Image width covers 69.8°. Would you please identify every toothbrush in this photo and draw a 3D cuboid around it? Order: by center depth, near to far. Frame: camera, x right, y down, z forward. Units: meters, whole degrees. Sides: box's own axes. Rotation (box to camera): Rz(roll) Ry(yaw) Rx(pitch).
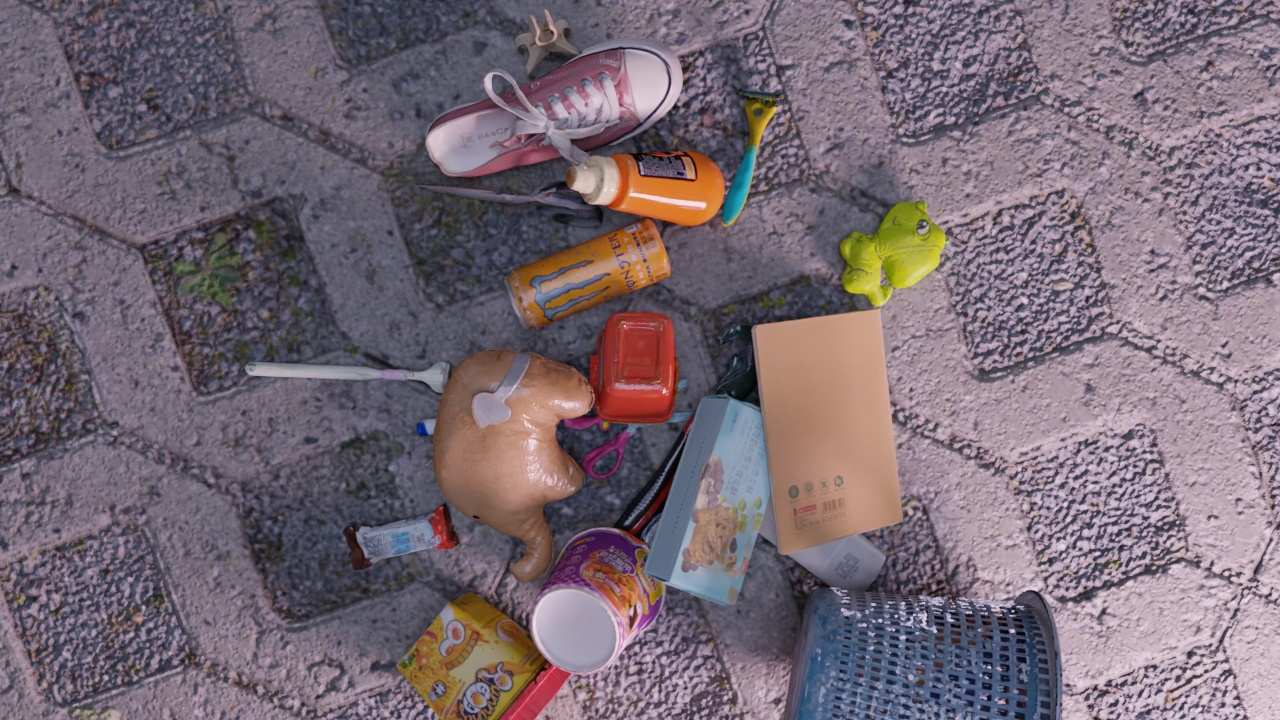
[{"bbox_3d":[-0.273,0.012,0.855,0.189,0.020,0.029,2,86,-1],"label":"toothbrush"}]

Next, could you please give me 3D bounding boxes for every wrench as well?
[{"bbox_3d":[0.038,0.087,0.865,0.056,0.016,0.273,30,93,-17],"label":"wrench"}]

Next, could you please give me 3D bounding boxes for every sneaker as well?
[{"bbox_3d":[-0.076,-0.212,0.804,0.241,0.087,0.118,-17,117,3],"label":"sneaker"}]

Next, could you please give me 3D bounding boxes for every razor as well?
[{"bbox_3d":[0.097,-0.187,0.851,0.043,0.028,0.132,15,89,21],"label":"razor"}]

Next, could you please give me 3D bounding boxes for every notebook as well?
[{"bbox_3d":[0.176,0.062,0.846,0.147,0.008,0.207,-9,93,-27],"label":"notebook"}]

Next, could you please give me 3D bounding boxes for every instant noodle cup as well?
[{"bbox_3d":[-0.044,0.218,0.816,0.112,0.099,0.111,4,102,18],"label":"instant noodle cup"},{"bbox_3d":[-0.142,0.282,0.830,0.123,0.116,0.116,40,91,9],"label":"instant noodle cup"}]

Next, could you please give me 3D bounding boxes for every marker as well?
[{"bbox_3d":[-0.137,0.047,0.861,0.146,0.017,0.017,-14,93,-1],"label":"marker"}]

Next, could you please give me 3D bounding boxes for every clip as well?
[{"bbox_3d":[-0.094,-0.279,0.815,0.095,0.102,0.035,-19,95,24],"label":"clip"}]

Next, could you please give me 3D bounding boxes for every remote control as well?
[{"bbox_3d":[0.160,0.164,0.872,0.150,0.021,0.058,38,92,-3],"label":"remote control"}]

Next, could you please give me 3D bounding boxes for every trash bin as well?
[{"bbox_3d":[0.231,0.291,0.800,0.195,0.226,0.226,11,92,10],"label":"trash bin"}]

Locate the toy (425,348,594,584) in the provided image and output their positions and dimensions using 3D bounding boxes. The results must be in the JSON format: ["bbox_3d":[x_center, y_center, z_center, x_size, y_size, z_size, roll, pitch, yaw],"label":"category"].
[{"bbox_3d":[-0.121,0.095,0.830,0.143,0.082,0.226,9,115,4],"label":"toy"}]

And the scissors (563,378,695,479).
[{"bbox_3d":[-0.006,0.066,0.867,0.135,0.017,0.108,-3,101,-8],"label":"scissors"}]

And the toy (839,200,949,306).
[{"bbox_3d":[0.237,-0.100,0.859,0.100,0.031,0.096,-2,92,3],"label":"toy"}]

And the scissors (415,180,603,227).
[{"bbox_3d":[-0.119,-0.145,0.849,0.176,0.132,0.014,-7,63,38],"label":"scissors"}]

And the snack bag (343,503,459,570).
[{"bbox_3d":[-0.224,0.166,0.859,0.105,0.026,0.045,-13,102,0],"label":"snack bag"}]

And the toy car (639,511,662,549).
[{"bbox_3d":[0.048,0.185,0.861,0.105,0.031,0.049,36,93,-14],"label":"toy car"}]

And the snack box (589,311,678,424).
[{"bbox_3d":[-0.005,0.005,0.820,0.082,0.080,0.091,2,70,-2],"label":"snack box"}]

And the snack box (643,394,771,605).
[{"bbox_3d":[0.070,0.124,0.823,0.074,0.052,0.174,25,78,-25],"label":"snack box"}]

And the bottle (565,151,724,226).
[{"bbox_3d":[0.002,-0.154,0.804,0.149,0.067,0.067,-2,93,-34],"label":"bottle"}]

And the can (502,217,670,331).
[{"bbox_3d":[-0.048,-0.078,0.837,0.146,0.058,0.058,-22,93,-1],"label":"can"}]
